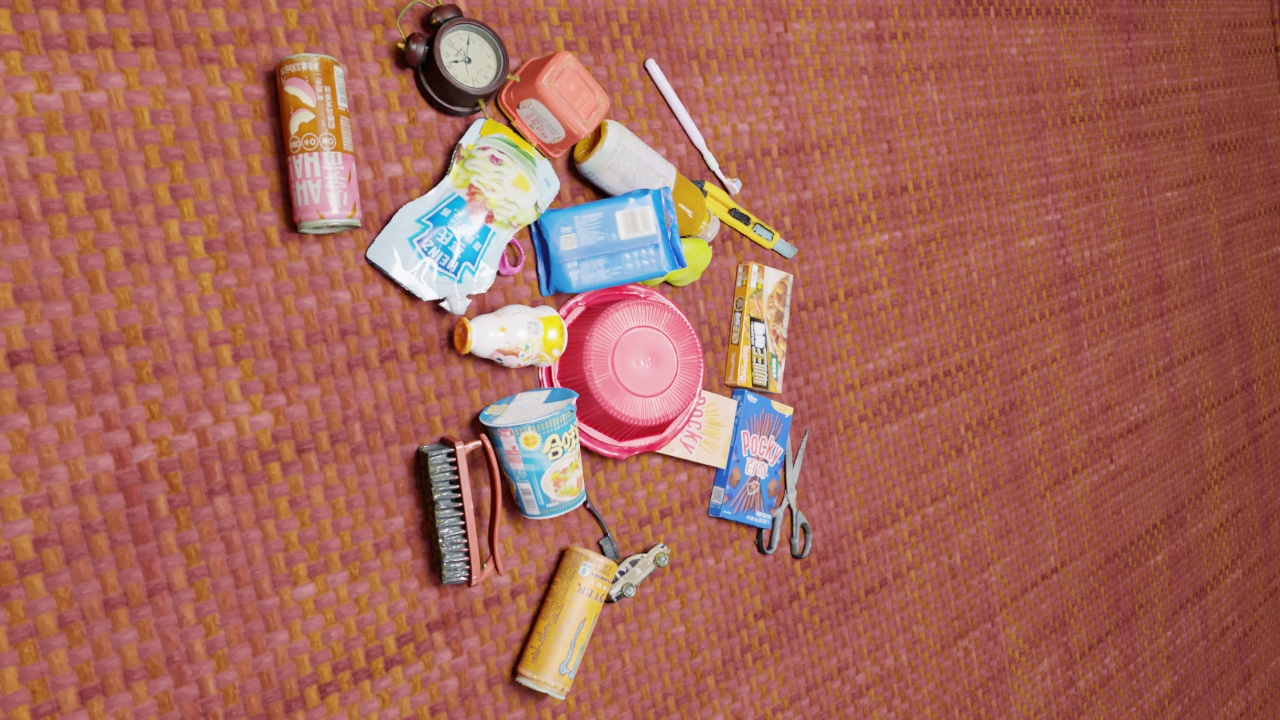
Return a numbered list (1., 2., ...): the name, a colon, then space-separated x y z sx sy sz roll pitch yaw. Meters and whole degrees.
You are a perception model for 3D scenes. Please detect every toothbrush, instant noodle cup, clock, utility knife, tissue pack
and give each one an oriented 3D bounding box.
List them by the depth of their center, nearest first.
1. clock: -0.180 -0.291 0.880 0.122 0.055 0.081 42 66 -20
2. instant noodle cup: -0.099 0.095 0.913 0.099 0.099 0.110 -23 110 -35
3. tissue pack: -0.036 -0.124 0.963 0.157 0.052 0.095 -12 99 -1
4. instant noodle cup: -0.006 0.006 0.971 0.193 0.066 0.193 3 83 -23
5. toothbrush: -0.065 0.137 0.983 0.017 0.014 0.189 -30 106 -20
6. toothbrush: 0.062 -0.275 1.083 0.021 0.029 0.189 -35 113 8
7. utility knife: 0.132 -0.172 1.133 0.192 0.015 0.033 26 77 -33

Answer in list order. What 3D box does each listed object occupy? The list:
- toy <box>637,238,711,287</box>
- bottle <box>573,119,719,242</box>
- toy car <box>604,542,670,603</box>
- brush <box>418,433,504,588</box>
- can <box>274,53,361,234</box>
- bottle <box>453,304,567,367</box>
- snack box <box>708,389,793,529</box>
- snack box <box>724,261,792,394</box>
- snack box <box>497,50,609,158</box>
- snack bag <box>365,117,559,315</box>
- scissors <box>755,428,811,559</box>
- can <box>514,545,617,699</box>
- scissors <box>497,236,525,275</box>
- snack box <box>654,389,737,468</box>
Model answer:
1. toy: 0.039 -0.110 1.034 0.100 0.097 0.031 -24 62 -11
2. bottle: 0.013 -0.190 1.013 0.189 0.068 0.068 31 71 -34
3. toy car: -0.006 0.230 1.005 0.090 0.042 0.035 -35 90 -26
4. brush: -0.166 0.145 0.877 0.069 0.063 0.146 -9 95 -23
5. can: -0.282 -0.188 0.804 0.057 0.058 0.147 -8 94 -36
6. bottle: -0.129 -0.024 0.908 0.108 0.063 0.063 -1 89 -36
7. snack box: 0.136 0.121 1.122 0.084 0.026 0.157 20 77 -34
8. snack box: 0.147 -0.039 1.135 0.075 0.026 0.153 11 82 -35
9. snack box: -0.086 -0.262 0.936 0.091 0.080 0.081 45 65 -27
10. snack bag: -0.166 -0.139 0.891 0.110 0.039 0.190 42 69 -22
11. scissors: 0.191 0.175 1.172 0.159 0.014 0.170 -40 109 -33
12. can: -0.076 0.267 0.943 0.058 0.058 0.145 33 70 -31
13. scissors: -0.159 -0.151 0.923 0.077 0.017 0.137 -9 90 -27
14. snack box: 0.041 0.069 1.054 0.157 0.026 0.084 17 78 -34
